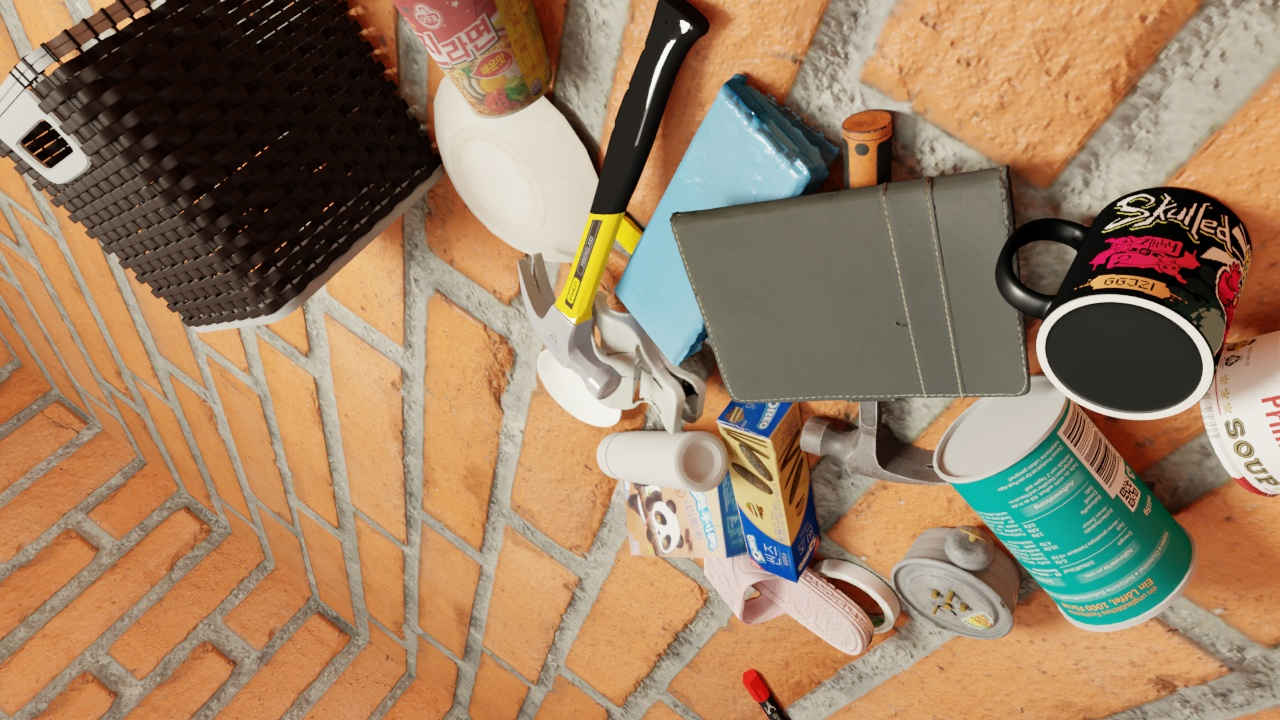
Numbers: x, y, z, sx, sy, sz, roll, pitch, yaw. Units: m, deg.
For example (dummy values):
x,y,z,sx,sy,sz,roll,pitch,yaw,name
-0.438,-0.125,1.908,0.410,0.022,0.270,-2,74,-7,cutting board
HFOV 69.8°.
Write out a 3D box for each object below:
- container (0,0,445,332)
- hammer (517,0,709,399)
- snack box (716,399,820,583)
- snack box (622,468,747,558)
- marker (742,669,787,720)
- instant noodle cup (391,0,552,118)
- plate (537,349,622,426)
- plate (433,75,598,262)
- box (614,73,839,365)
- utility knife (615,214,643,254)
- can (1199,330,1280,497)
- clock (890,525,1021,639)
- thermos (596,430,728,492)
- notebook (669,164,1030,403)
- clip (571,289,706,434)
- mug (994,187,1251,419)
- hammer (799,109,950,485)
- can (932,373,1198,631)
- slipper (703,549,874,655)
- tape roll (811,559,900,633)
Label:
x,y,z,sx,sy,sz,roll,pitch,yaw,name
-0.362,-0.191,0.806,0.248,0.244,0.244,-2,131,46,container
-0.023,-0.117,0.687,0.127,0.029,0.325,45,137,21,hammer
0.122,0.118,0.843,0.057,0.056,0.207,15,139,33,snack box
0.042,0.158,0.951,0.152,0.034,0.087,-13,83,51,snack box
0.174,0.467,1.223,0.021,0.023,0.145,-7,124,40,marker
-0.113,-0.235,0.644,0.100,0.100,0.112,14,146,34,instant noodle cup
-0.057,0.021,0.937,0.104,0.026,0.104,27,145,21,plate
-0.112,-0.156,0.778,0.189,0.027,0.189,29,144,23,plate
0.055,-0.095,0.676,0.093,0.053,0.232,52,145,16,box
0.050,-0.043,0.764,0.217,0.019,0.031,47,152,-1,utility knife
0.364,0.018,0.461,0.086,0.086,0.117,48,146,-11,can
0.269,0.182,0.773,0.104,0.056,0.148,22,145,25,clock
0.013,0.094,0.882,0.052,0.052,0.224,48,162,-11,thermos
0.139,-0.037,0.603,0.209,0.029,0.169,-1,129,28,notebook
0.007,-0.007,0.816,0.152,0.098,0.126,29,146,20,clip
0.253,-0.039,0.495,0.118,0.098,0.082,27,144,21,mug
0.174,-0.026,0.648,0.138,0.034,0.315,17,139,30,hammer
0.284,0.095,0.617,0.144,0.099,0.099,47,146,-9,can
0.124,0.232,0.946,0.239,0.064,0.094,30,145,32,slipper
0.214,0.238,0.926,0.094,0.018,0.094,26,144,21,tape roll
